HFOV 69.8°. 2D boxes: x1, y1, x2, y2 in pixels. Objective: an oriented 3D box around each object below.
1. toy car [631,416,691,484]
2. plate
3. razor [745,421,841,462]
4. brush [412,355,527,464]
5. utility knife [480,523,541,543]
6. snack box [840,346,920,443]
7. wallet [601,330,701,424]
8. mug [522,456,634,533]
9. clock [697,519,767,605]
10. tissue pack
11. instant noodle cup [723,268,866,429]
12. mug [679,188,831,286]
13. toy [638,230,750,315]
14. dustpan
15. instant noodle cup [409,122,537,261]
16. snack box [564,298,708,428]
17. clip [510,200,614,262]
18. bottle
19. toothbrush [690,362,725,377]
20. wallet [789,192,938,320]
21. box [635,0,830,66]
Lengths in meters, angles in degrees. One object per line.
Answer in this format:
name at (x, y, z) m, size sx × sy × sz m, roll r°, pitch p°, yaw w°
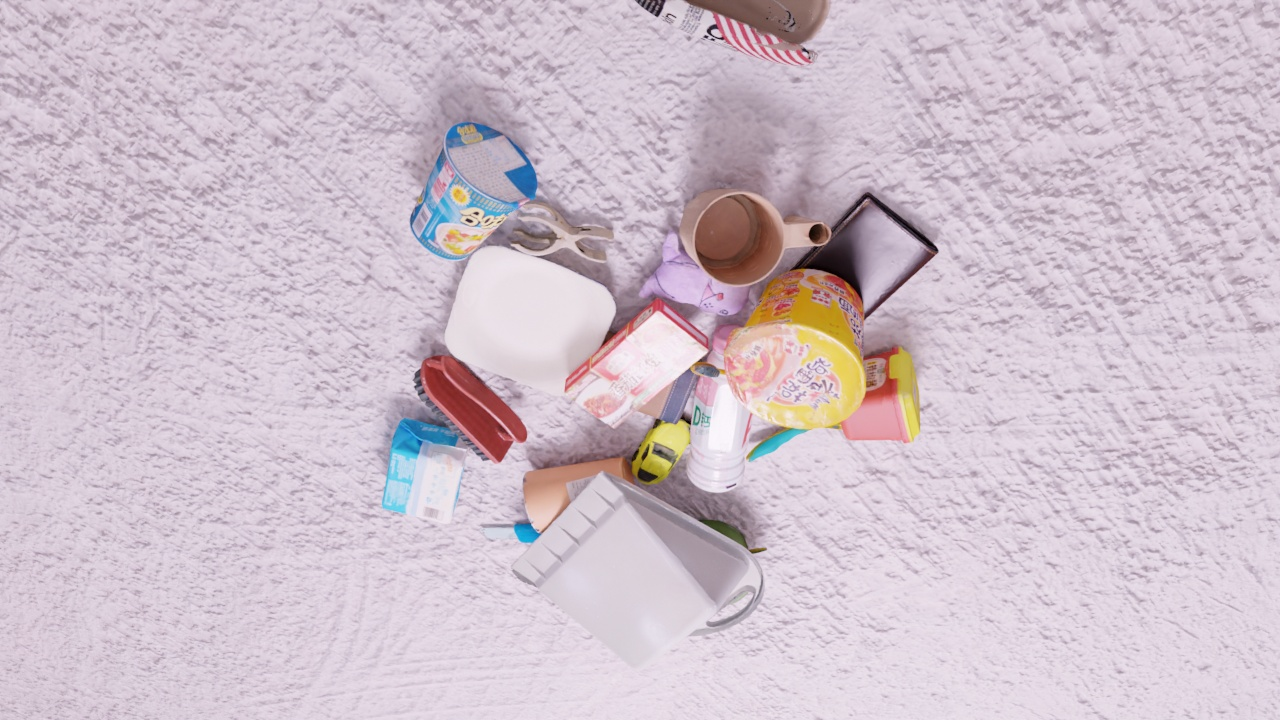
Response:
toy car at (0.025, 0.107, 1.085) m, size 0.048 × 0.032 × 0.105 m, roll 24°, pitch 124°, yaw -10°
plate at (-0.119, -0.047, 0.988) m, size 0.164 × 0.034 × 0.164 m, roll 21°, pitch 126°, yaw -9°
razor at (0.181, 0.088, 1.053) m, size 0.133 × 0.028 × 0.043 m, roll -22°, pitch 152°, yaw 18°
brush at (-0.194, 0.049, 1.048) m, size 0.069 × 0.063 × 0.146 m, roll -18°, pitch 123°, yaw 41°
utility knife at (-0.116, 0.225, 1.197) m, size 0.191 × 0.018 × 0.034 m, roll -2°, pitch 114°, yaw 9°
snack box at (0.252, 0.041, 0.974) m, size 0.080 × 0.091 × 0.082 m, roll -10°, pitch 124°, yaw 22°
wallet at (0.002, 0.020, 1.024) m, size 0.115 × 0.033 × 0.090 m, roll 16°, pitch 124°, yaw -4°
mug at (-0.072, 0.158, 1.111) m, size 0.123 × 0.078 × 0.078 m, roll -15°, pitch 123°, yaw 12°
clock at (0.070, 0.252, 1.170) m, size 0.161 × 0.056 × 0.116 m, roll 18°, pitch 126°, yaw -6°
tissue pack at (-0.262, 0.136, 1.121) m, size 0.090 × 0.063 × 0.140 m, roll 15°, pitch 128°, yaw -6°
instant noodle cup at (0.162, -0.018, 0.915) m, size 0.138 × 0.109 × 0.138 m, roll 12°, pitch 136°, yaw 12°
mug at (0.102, -0.120, 0.855) m, size 0.124 × 0.103 × 0.084 m, roll -6°, pitch 105°, yaw -4°
toy at (0.062, -0.082, 0.936) m, size 0.108 × 0.038 × 0.084 m, roll 20°, pitch 127°, yaw -6°
dustpan at (0.016, 0.259, 1.131) m, size 0.258 × 0.142 × 0.223 m, roll 45°, pitch 123°, yaw 5°
instant noodle cup at (-0.169, -0.154, 0.883) m, size 0.099 × 0.099 × 0.110 m, roll 34°, pitch 130°, yaw -17°
snack box at (-0.006, 0.006, 0.978) m, size 0.075 × 0.025 × 0.153 m, roll 37°, pitch 120°, yaw -23°
clip at (-0.086, -0.118, 0.934) m, size 0.104 × 0.034 × 0.083 m, roll 26°, pitch 122°, yaw -22°
bottle at (0.092, 0.054, 1.017) m, size 0.068 × 0.068 × 0.197 m, roll 6°, pitch 123°, yaw 2°
toothbrush at (0.133, 0.020, 0.970) m, size 0.191 × 0.018 × 0.016 m, roll 9°, pitch 103°, yaw -32°
wallet at (0.220, -0.096, 0.919) m, size 0.096 × 0.020 × 0.123 m, roll 35°, pitch 124°, yaw -12°
box at (0.078, -0.304, 0.761) m, size 0.163 × 0.076 × 0.088 m, roll 16°, pitch 101°, yaw -5°
